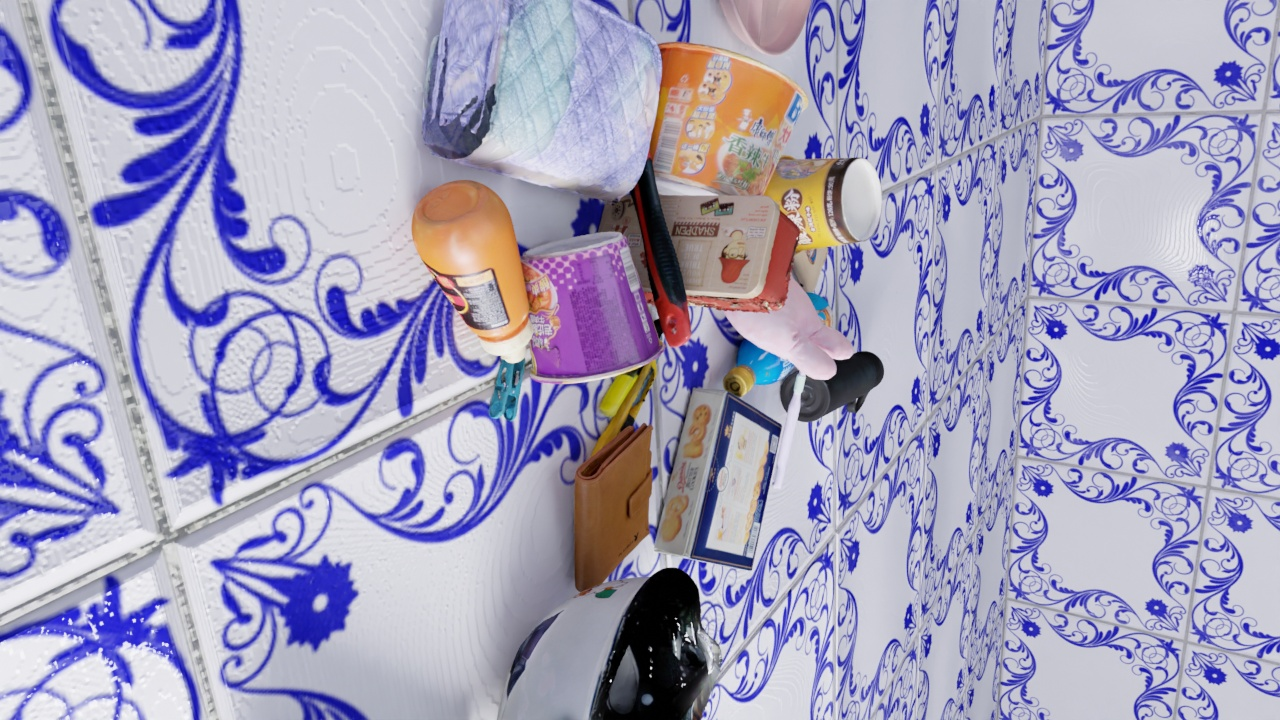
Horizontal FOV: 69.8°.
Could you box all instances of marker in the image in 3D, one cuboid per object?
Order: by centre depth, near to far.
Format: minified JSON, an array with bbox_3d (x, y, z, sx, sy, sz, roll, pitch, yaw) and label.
[{"bbox_3d":[-0.005,0.005,0.866,0.123,0.018,0.015,-59,143,-34],"label":"marker"}]

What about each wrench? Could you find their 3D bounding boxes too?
[{"bbox_3d":[0.006,-0.143,0.751,0.016,0.056,0.273,-2,77,-36],"label":"wrench"}]

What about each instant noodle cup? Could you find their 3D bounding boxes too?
[{"bbox_3d":[-0.044,-0.044,0.718,0.111,0.112,0.099,-32,114,-51],"label":"instant noodle cup"},{"bbox_3d":[0.059,-0.197,0.812,0.151,0.151,0.111,17,90,-58],"label":"instant noodle cup"},{"bbox_3d":[0.204,-0.179,1.050,0.118,0.115,0.118,-5,96,-48],"label":"instant noodle cup"}]

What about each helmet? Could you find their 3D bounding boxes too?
[{"bbox_3d":[-0.036,0.307,0.756,0.229,0.157,0.274,-18,102,-62],"label":"helmet"}]

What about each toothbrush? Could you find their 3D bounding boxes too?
[{"bbox_3d":[0.183,0.069,1.090,0.029,0.021,0.189,-117,-145,-64],"label":"toothbrush"}]

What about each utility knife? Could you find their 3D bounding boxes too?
[{"bbox_3d":[-0.012,0.047,0.866,0.180,0.015,0.033,-64,147,-26],"label":"utility knife"}]

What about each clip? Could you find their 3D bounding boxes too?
[{"bbox_3d":[-0.103,0.020,0.716,0.047,0.014,0.057,21,78,-56],"label":"clip"}]

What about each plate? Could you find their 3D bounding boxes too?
[{"bbox_3d":[0.131,-0.442,0.972,0.228,0.028,0.229,-18,112,-54],"label":"plate"}]

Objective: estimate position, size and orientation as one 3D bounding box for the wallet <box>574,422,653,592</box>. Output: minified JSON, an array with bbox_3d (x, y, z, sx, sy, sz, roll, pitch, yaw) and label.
[{"bbox_3d":[-0.024,0.133,0.836,0.107,0.031,0.132,-37,139,-48],"label":"wallet"}]

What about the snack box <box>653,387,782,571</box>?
[{"bbox_3d":[0.093,0.137,1.027,0.182,0.046,0.177,30,71,-57],"label":"snack box"}]

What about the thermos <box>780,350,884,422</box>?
[{"bbox_3d":[0.274,0.042,1.271,0.242,0.069,0.090,-12,102,-57],"label":"thermos"}]

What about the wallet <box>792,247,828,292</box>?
[{"bbox_3d":[0.214,-0.152,1.178,0.115,0.024,0.087,54,51,-47],"label":"wallet"}]

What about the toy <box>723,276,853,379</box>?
[{"bbox_3d":[0.160,-0.043,1.016,0.121,0.159,0.054,-36,165,-44],"label":"toy"}]

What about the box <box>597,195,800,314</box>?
[{"bbox_3d":[0.047,-0.087,0.785,0.075,0.169,0.091,25,75,-54],"label":"box"}]

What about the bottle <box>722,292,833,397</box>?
[{"bbox_3d":[0.159,-0.017,1.080,0.218,0.065,0.065,-36,126,-48],"label":"bottle"}]

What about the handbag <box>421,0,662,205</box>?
[{"bbox_3d":[-0.066,-0.195,0.671,0.193,0.076,0.134,2,100,-57],"label":"handbag"}]

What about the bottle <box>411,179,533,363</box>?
[{"bbox_3d":[-0.110,-0.053,0.650,0.066,0.067,0.150,-58,148,-34],"label":"bottle"}]
